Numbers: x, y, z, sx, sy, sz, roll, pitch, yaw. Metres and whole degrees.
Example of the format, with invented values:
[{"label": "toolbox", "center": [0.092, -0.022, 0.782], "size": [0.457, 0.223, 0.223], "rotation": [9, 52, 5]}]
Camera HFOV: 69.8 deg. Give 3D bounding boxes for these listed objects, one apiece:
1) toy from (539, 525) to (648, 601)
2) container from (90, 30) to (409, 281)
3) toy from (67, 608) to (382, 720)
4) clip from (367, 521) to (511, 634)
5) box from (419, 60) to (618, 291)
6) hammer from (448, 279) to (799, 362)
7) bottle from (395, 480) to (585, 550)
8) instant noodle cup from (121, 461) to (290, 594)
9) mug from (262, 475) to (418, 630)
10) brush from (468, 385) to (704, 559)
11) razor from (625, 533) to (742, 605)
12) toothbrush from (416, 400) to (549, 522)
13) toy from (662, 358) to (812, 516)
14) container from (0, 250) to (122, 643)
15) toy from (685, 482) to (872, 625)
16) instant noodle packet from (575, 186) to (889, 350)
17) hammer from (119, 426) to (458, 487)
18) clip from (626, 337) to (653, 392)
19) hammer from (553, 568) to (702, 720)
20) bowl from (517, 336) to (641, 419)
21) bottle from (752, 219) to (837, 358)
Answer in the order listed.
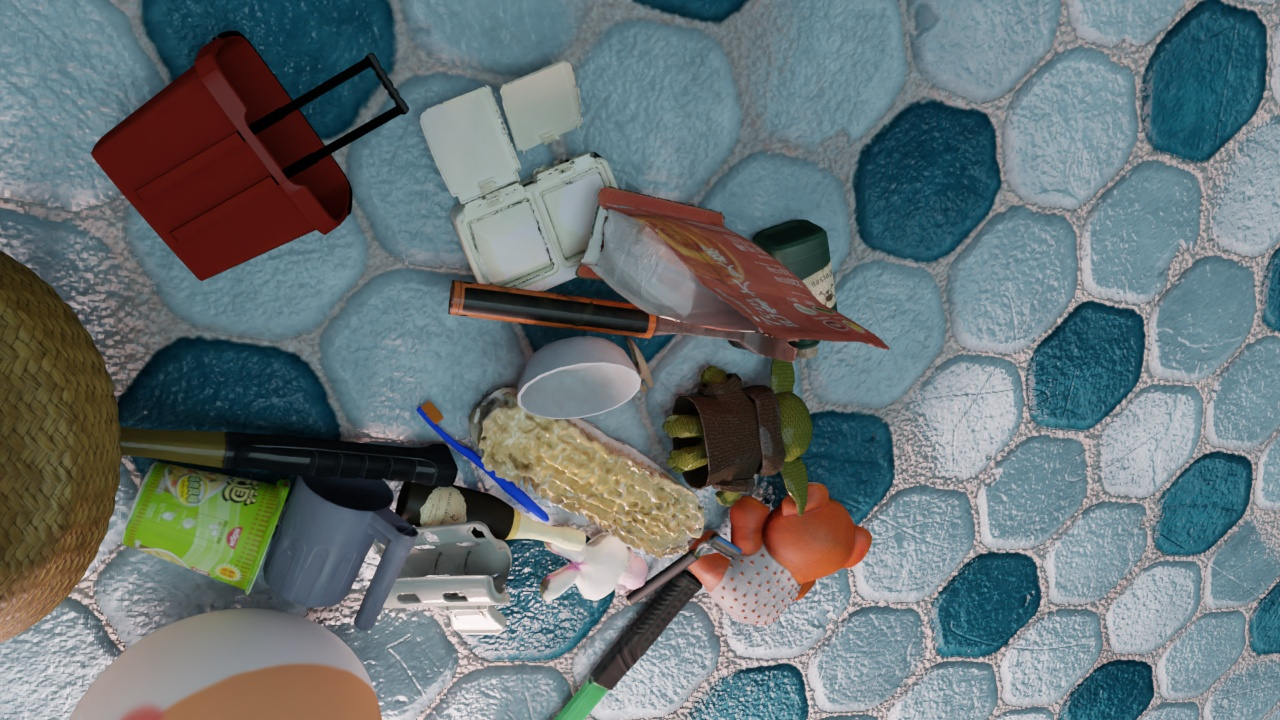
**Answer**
[{"label": "toy", "center": [-0.047, 0.212, 0.944], "size": [0.122, 0.038, 0.079], "rotation": [14, 94, -24]}, {"label": "container", "center": [-0.261, -0.161, 0.658], "size": [0.201, 0.127, 0.148], "rotation": [-29, 119, 4]}, {"label": "toy", "center": [-0.343, 0.352, 0.759], "size": [0.265, 0.281, 0.263], "rotation": [18, 105, -46]}, {"label": "clip", "center": [-0.178, 0.217, 0.854], "size": [0.126, 0.095, 0.152], "rotation": [-5, 125, 19]}, {"label": "box", "center": [-0.093, -0.145, 0.771], "size": [0.143, 0.050, 0.184], "rotation": [-25, 119, -8]}, {"label": "hammer", "center": [-0.007, -0.034, 0.796], "size": [0.314, 0.138, 0.035], "rotation": [6, 95, -22]}, {"label": "bottle", "center": [-0.137, 0.152, 0.874], "size": [0.184, 0.045, 0.045], "rotation": [19, 104, -22]}, {"label": "instant noodle cup", "center": [-0.364, 0.134, 0.768], "size": [0.108, 0.099, 0.099], "rotation": [20, 103, -18]}, {"label": "mug", "center": [-0.260, 0.162, 0.802], "size": [0.104, 0.124, 0.083], "rotation": [-63, 160, 13]}, {"label": "brush", "center": [-0.047, 0.111, 0.889], "size": [0.271, 0.056, 0.083], "rotation": [35, 93, -29]}, {"label": "razor", "center": [0.038, 0.218, 0.961], "size": [0.145, 0.022, 0.043], "rotation": [-36, 124, 27]}, {"label": "toothbrush", "center": [-0.145, 0.099, 0.872], "size": [0.018, 0.016, 0.182], "rotation": [-45, 119, -4]}, {"label": "toy", "center": [0.098, 0.072, 0.912], "size": [0.152, 0.078, 0.179], "rotation": [-8, 91, -22]}, {"label": "container", "center": [-0.498, 0.057, 0.572], "size": [0.307, 0.196, 0.307], "rotation": [0, 91, 14]}, {"label": "toy", "center": [0.151, 0.205, 0.990], "size": [0.173, 0.092, 0.164], "rotation": [-39, 117, 13]}, {"label": "instant noodle packet", "center": [0.079, -0.062, 0.748], "size": [0.164, 0.221, 0.084], "rotation": [4, 111, -45]}, {"label": "hammer", "center": [-0.315, 0.076, 0.757], "size": [0.332, 0.118, 0.025], "rotation": [9, 111, -29]}, {"label": "clip", "center": [-0.003, 0.003, 0.881], "size": [0.041, 0.024, 0.061], "rotation": [-46, 127, 5]}, {"label": "hammer", "center": [-0.046, 0.355, 1.008], "size": [0.130, 0.032, 0.319], "rotation": [37, 95, -28]}, {"label": "bowl", "center": [-0.055, 0.010, 0.788], "size": [0.106, 0.039, 0.106], "rotation": [-9, 154, -5]}, {"label": "bottle", "center": [0.152, -0.063, 0.887], "size": [0.061, 0.061, 0.131], "rotation": [-19, 117, -10]}]
